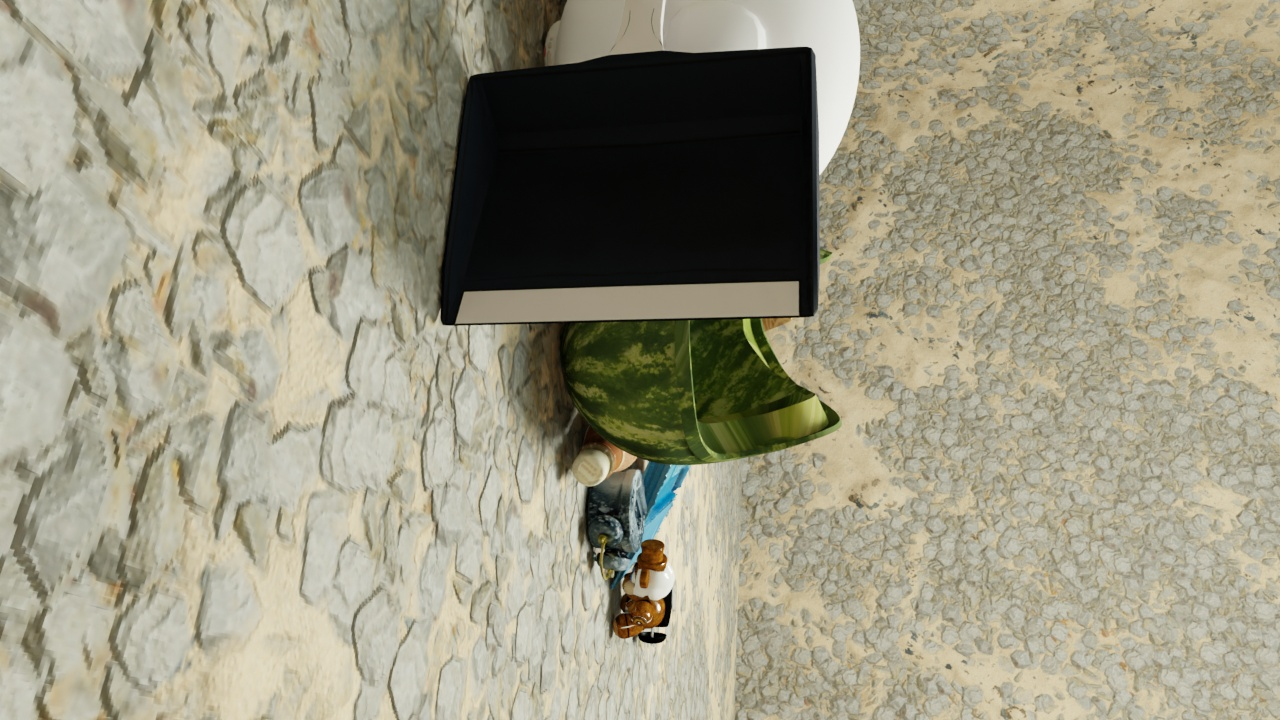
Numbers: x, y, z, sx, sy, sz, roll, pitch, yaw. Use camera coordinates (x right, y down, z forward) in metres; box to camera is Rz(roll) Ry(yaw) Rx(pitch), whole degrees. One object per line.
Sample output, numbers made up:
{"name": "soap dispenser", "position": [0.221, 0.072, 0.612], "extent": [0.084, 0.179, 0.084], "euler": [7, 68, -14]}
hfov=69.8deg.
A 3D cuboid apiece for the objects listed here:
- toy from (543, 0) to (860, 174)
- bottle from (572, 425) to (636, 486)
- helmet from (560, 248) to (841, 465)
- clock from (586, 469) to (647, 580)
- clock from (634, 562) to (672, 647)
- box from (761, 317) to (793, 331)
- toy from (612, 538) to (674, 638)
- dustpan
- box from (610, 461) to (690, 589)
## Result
{"name": "toy", "position": [0.048, -0.255, 0.801], "extent": [0.280, 0.265, 0.263], "euler": [-96, -168, -64]}
{"name": "bottle", "position": [-0.032, 0.087, 0.925], "extent": [0.167, 0.059, 0.059], "euler": [-43, 132, -74]}
{"name": "helmet", "position": [0.045, -0.012, 0.848], "extent": [0.243, 0.246, 0.213], "euler": [24, -57, 62]}
{"name": "clock", "position": [-0.026, 0.171, 0.974], "extent": [0.090, 0.052, 0.129], "euler": [79, 15, -46]}
{"name": "clock", "position": [0.017, 0.322, 1.219], "extent": [0.091, 0.042, 0.121], "euler": [-69, 156, -62]}
{"name": "box", "position": [0.082, -0.177, 1.274], "extent": [0.259, 0.221, 0.278], "euler": [62, 26, -15]}
{"name": "toy", "position": [0.006, 0.265, 1.076], "extent": [0.087, 0.067, 0.113], "euler": [-60, 153, -69]}
{"name": "dustpan", "position": [-0.003, -0.154, 0.606], "extent": [0.080, 0.236, 0.272], "euler": [75, 19, -50]}
{"name": "box", "position": [0.018, 0.185, 1.161], "extent": [0.231, 0.033, 0.174], "euler": [-1, 114, -79]}
